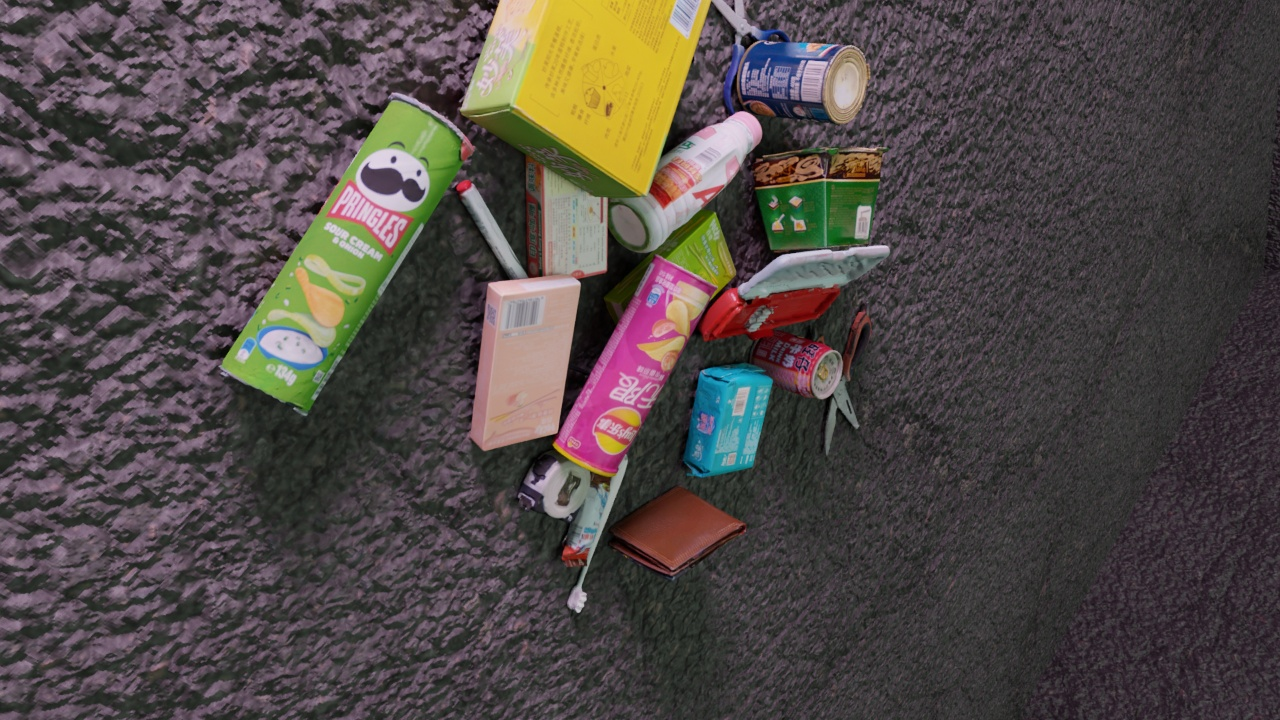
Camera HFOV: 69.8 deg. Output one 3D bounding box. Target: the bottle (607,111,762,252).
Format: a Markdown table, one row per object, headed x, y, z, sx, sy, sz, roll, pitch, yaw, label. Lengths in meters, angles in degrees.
| x | y | z | sx | sy | sz | roll | pitch | yaw | label |
| --- | --- | --- | --- | --- | --- | --- | --- | --- | --- |
| 0.048 | -0.183 | 0.902 | 0.196 | 0.068 | 0.068 | -44 | 132 | -31 | bottle |

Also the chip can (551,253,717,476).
| x | y | z | sx | sy | sz | roll | pitch | yaw | label |
| --- | --- | --- | --- | --- | --- | --- | --- | --- | --- |
| -0.005 | 0.005 | 0.884 | 0.071 | 0.071 | 0.210 | 22 | 99 | -48 | chip can |

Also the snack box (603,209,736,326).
| x | y | z | sx | sy | sz | roll | pitch | yaw | label |
| --- | --- | --- | --- | --- | --- | --- | --- | --- | --- |
| 0.034 | -0.078 | 0.955 | 0.156 | 0.026 | 0.086 | -45 | 133 | -23 | snack box |

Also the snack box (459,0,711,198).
| x | y | z | sx | sy | sz | roll | pitch | yaw | label |
| --- | --- | --- | --- | --- | --- | --- | --- | --- | --- |
| -0.037 | -0.258 | 0.748 | 0.157 | 0.070 | 0.210 | 25 | 79 | -43 | snack box |

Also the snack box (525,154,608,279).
| x | y | z | sx | sy | sz | roll | pitch | yaw | label |
| --- | --- | --- | --- | --- | --- | --- | --- | --- | --- |
| -0.065 | -0.150 | 0.823 | 0.076 | 0.027 | 0.156 | -17 | 117 | -41 | snack box |

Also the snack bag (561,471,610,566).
| x | y | z | sx | sy | sz | roll | pitch | yaw | label |
| --- | --- | --- | --- | --- | --- | --- | --- | --- | --- |
| -0.056 | 0.166 | 0.963 | 0.048 | 0.026 | 0.104 | 16 | 95 | -60 | snack bag |

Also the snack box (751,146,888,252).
| x | y | z | sx | sy | sz | roll | pitch | yaw | label |
| --- | --- | --- | --- | --- | --- | --- | --- | --- | --- |
| 0.196 | -0.174 | 1.001 | 0.118 | 0.118 | 0.105 | -11 | 100 | -39 | snack box |

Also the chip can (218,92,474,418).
| x | y | z | sx | sy | sz | roll | pitch | yaw | label |
| --- | --- | --- | --- | --- | --- | --- | --- | --- | --- |
| -0.211 | -0.077 | 0.669 | 0.072 | 0.072 | 0.236 | 38 | 78 | -47 | chip can |

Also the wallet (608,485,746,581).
| x | y | z | sx | sy | sz | roll | pitch | yaw | label |
| --- | --- | --- | --- | --- | --- | --- | --- | --- | --- |
| 0.041 | 0.191 | 1.016 | 0.124 | 0.101 | 0.032 | -25 | 124 | -38 | wallet |

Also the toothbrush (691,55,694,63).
| x | y | z | sx | sy | sz | roll | pitch | yaw | label |
| --- | --- | --- | --- | --- | --- | --- | --- | --- | --- |
| 0.011 | -0.341 | 0.833 | 0.014 | 0.017 | 0.189 | -56 | 138 | -14 | toothbrush |

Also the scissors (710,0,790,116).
| x | y | z | sx | sy | sz | roll | pitch | yaw | label |
| --- | --- | --- | --- | --- | --- | --- | --- | --- | --- |
| 0.107 | -0.329 | 0.941 | 0.162 | 0.012 | 0.174 | -6 | 109 | -44 | scissors |

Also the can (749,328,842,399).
| x | y | z | sx | sy | sz | roll | pitch | yaw | label |
| --- | --- | --- | --- | --- | --- | --- | --- | --- | --- |
| 0.186 | 0.005 | 1.095 | 0.066 | 0.094 | 0.067 | -20 | 120 | -40 | can |

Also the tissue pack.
| x | y | z | sx | sy | sz | roll | pitch | yaw | label |
| --- | --- | --- | --- | --- | --- | --- | --- | --- | --- |
| 0.100 | 0.071 | 1.067 | 0.093 | 0.050 | 0.133 | -2 | 108 | -47 | tissue pack |

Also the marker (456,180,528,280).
| x | y | z | sx | sy | sz | roll | pitch | yaw | label |
| --- | --- | --- | --- | --- | --- | --- | --- | --- | --- |
| -0.119 | -0.095 | 0.797 | 0.017 | 0.017 | 0.145 | -47 | 134 | -22 | marker |

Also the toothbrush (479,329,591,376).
| x | y | z | sx | sy | sz | roll | pitch | yaw | label |
| --- | --- | --- | --- | --- | --- | --- | --- | --- | --- |
| -0.084 | -0.004 | 0.871 | 0.181 | 0.015 | 0.018 | 21 | 109 | -48 | toothbrush |

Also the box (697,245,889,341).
| x | y | z | sx | sy | sz | roll | pitch | yaw | label |
| --- | --- | --- | --- | --- | --- | --- | --- | --- | --- |
| 0.172 | -0.081 | 1.027 | 0.200 | 0.039 | 0.159 | -11 | 153 | -42 | box |

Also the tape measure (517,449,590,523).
| x | y | z | sx | sy | sz | roll | pitch | yaw | label |
| --- | --- | --- | --- | --- | --- | --- | --- | --- | --- |
| -0.083 | 0.123 | 0.912 | 0.065 | 0.034 | 0.066 | 27 | 86 | -50 | tape measure |

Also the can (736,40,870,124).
| x | y | z | sx | sy | sz | roll | pitch | yaw | label |
| --- | --- | --- | --- | --- | --- | --- | --- | --- | --- |
| 0.163 | -0.280 | 0.923 | 0.075 | 0.111 | 0.075 | -20 | 120 | -40 | can |

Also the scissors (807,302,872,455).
| x | y | z | sx | sy | sz | roll | pitch | yaw | label |
| --- | --- | --- | --- | --- | --- | --- | --- | --- | --- |
| 0.267 | 0.025 | 1.247 | 0.188 | 0.015 | 0.225 | 6 | 101 | -47 | scissors |

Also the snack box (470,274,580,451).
| x | y | z | sx | sy | sz | roll | pitch | yaw | label |
| --- | --- | --- | --- | --- | --- | --- | --- | --- | --- |
| -0.104 | 0.002 | 0.822 | 0.084 | 0.026 | 0.157 | -11 | 124 | -39 | snack box |

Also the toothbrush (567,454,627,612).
| x | y | z | sx | sy | sz | roll | pitch | yaw | label |
| --- | --- | --- | --- | --- | --- | --- | --- | --- | --- |
| -0.044 | 0.186 | 0.990 | 0.016 | 0.016 | 0.180 | 15 | 95 | -50 | toothbrush |
